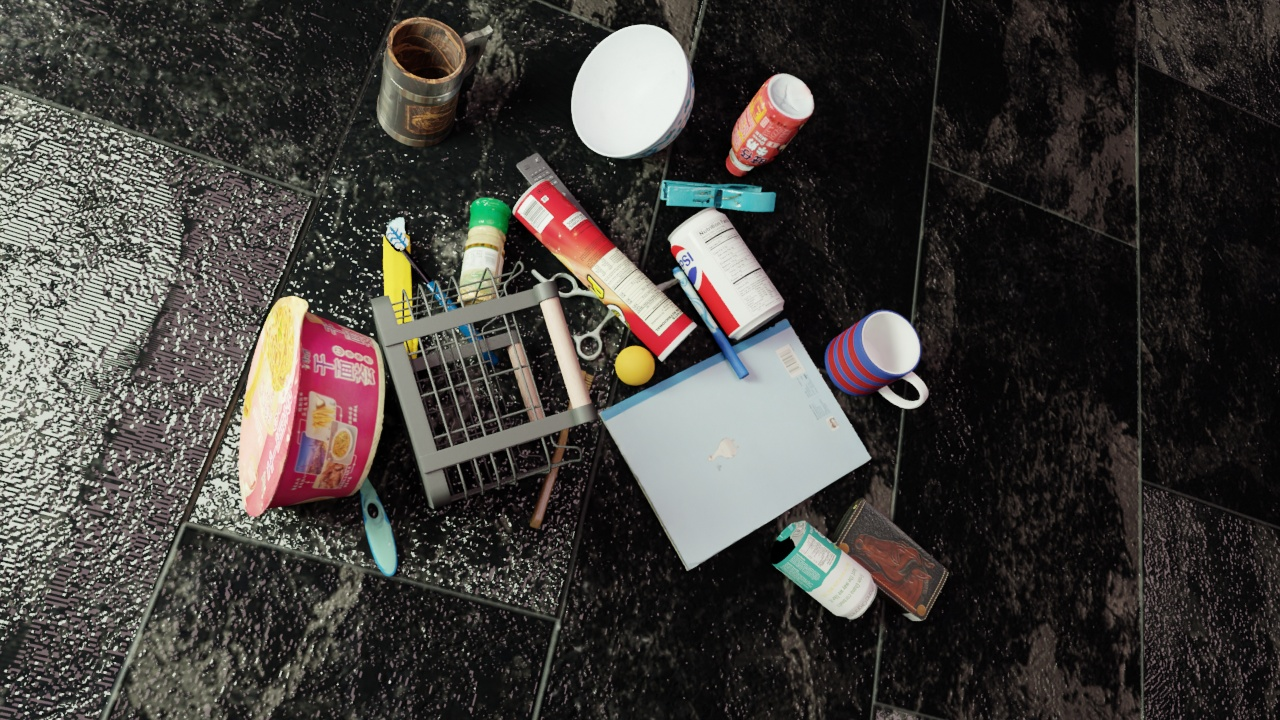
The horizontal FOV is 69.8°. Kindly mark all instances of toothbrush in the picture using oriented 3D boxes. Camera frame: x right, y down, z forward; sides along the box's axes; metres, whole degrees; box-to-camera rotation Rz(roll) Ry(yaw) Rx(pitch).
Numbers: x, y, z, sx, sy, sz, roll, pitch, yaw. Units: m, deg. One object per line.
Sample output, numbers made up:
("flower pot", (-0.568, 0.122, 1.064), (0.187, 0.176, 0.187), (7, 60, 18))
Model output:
("toothbrush", (-0.076, 0.084, 0.891), (0.016, 0.016, 0.166), (22, 65, -10))
("toothbrush", (-0.241, 0.126, 0.817), (0.022, 0.017, 0.135), (-14, 76, -27))
("toothbrush", (-0.193, -0.062, 0.895), (0.167, 0.014, 0.014), (51, 52, -2))

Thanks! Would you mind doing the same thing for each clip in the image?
("clip", (0.089, -0.189, 1.037), (0.130, 0.121, 0.031), (8, 112, 10))

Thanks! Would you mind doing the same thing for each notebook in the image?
("notebook", (0.105, 0.079, 0.959), (0.252, 0.009, 0.181), (-25, 81, -25))

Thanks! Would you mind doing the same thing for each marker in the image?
("marker", (0.074, -0.041, 0.983), (0.013, 0.013, 0.142), (-26, 76, -25))

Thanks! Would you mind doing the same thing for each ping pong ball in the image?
("ping pong ball", (-0.006, 0.005, 0.929), (0.040, 0.040, 0.040), (6, 69, -17))

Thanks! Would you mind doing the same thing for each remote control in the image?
("remote control", (-0.081, -0.160, 0.976), (0.032, 0.015, 0.136), (-37, 86, -26))

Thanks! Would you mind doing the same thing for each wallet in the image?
("wallet", (0.259, 0.209, 0.962), (0.123, 0.019, 0.072), (39, 66, -3))

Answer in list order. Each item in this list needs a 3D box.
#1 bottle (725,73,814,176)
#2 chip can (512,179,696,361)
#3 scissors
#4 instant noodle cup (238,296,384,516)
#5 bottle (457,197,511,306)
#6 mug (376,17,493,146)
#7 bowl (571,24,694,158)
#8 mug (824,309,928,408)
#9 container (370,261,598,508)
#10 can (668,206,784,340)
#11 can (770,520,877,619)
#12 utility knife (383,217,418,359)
("bottle", (0.134, -0.251, 1.015), (0.062, 0.138, 0.062), (6, 69, -16))
("chip can", (-0.037, -0.092, 0.932), (0.214, 0.052, 0.051), (45, 63, 3))
("scissors", (-0.032, -0.065, 0.960), (0.162, 0.014, 0.141), (41, 66, -1))
("instant noodle cup", (-0.271, 0.042, 0.762), (0.077, 0.179, 0.178), (11, 67, -33))
("bottle", (-0.155, -0.105, 0.916), (0.043, 0.043, 0.111), (10, 69, -16))
("mug", (-0.206, -0.286, 0.925), (0.115, 0.107, 0.080), (-34, 85, -26))
("bowl", (0.005, -0.281, 1.003), (0.074, 0.144, 0.144), (14, 60, -58))
("mug", (0.265, 0.007, 1.003), (0.074, 0.076, 0.112), (-37, 86, -26))
("container", (-0.135, 0.025, 0.766), (0.130, 0.242, 0.163), (-17, 87, -16))
("can", (0.091, -0.092, 0.981), (0.070, 0.070, 0.132), (-31, 83, -26))
("can", (0.182, 0.209, 0.915), (0.101, 0.055, 0.054), (39, 64, -3))
("utility knife", (-0.233, -0.067, 0.889), (0.030, 0.017, 0.164), (2, 71, -24))
